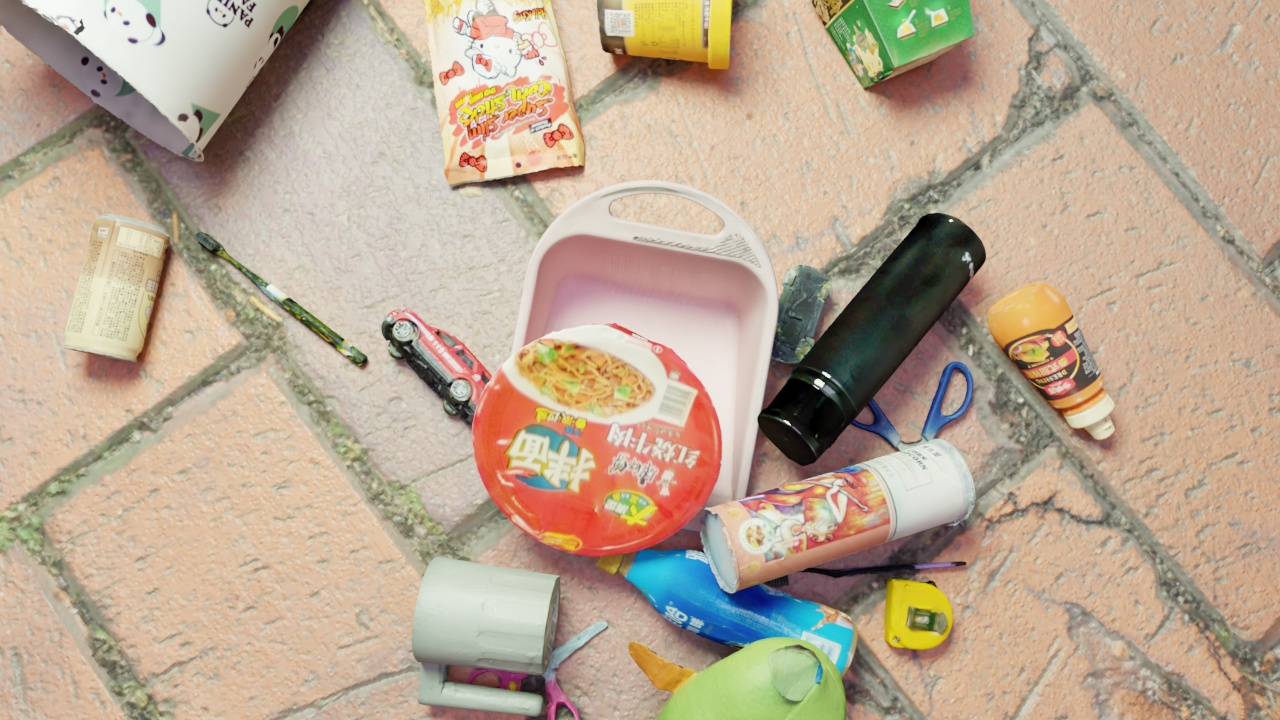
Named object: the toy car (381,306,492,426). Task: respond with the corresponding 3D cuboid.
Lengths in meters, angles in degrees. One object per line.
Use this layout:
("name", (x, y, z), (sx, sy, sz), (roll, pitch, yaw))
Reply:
("toy car", (-0.170, 0.003, 0.783), (0.120, 0.053, 0.045), (45, 62, -3))

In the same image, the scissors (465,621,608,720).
("scissors", (-0.080, 0.265, 0.773), (0.133, 0.017, 0.133), (-31, 82, -9))

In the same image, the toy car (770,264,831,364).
("toy car", (0.137, -0.040, 0.810), (0.043, 0.034, 0.090), (18, 80, 2))

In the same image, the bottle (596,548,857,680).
("bottle", (0.068, 0.202, 0.762), (0.218, 0.065, 0.065), (23, 82, 1))

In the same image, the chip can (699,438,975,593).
("chip can", (0.158, 0.124, 0.741), (0.214, 0.071, 0.071), (-14, 83, -15))

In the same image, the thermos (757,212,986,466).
("thermos", (0.197, -0.015, 0.781), (0.068, 0.090, 0.242), (32, 71, 33))

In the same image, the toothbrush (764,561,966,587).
("toothbrush", (0.190, 0.184, 0.795), (0.189, 0.014, 0.017), (-3, 90, -3))

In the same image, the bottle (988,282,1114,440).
("bottle", (0.368, 0.005, 0.804), (0.066, 0.067, 0.149), (-35, 92, -6))

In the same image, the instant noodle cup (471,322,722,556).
("instant noodle cup", (-0.031, 0.056, 0.727), (0.194, 0.065, 0.194), (1, 111, 3))

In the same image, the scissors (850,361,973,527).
("scissors", (0.238, 0.070, 0.812), (0.162, 0.012, 0.176), (33, 84, 1))

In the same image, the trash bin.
("trash bin", (-0.375, -0.331, 0.737), (0.229, 0.230, 0.251), (34, 78, 2))

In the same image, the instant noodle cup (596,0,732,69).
("instant noodle cup", (0.024, -0.317, 0.803), (0.114, 0.118, 0.118), (2, 83, 5))

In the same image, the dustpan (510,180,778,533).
("dustpan", (-0.004, 0.004, 0.746), (0.222, 0.139, 0.273), (8, 82, -2))

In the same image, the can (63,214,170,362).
("can", (-0.442, -0.060, 0.776), (0.058, 0.058, 0.116), (11, 82, -1))

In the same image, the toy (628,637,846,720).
("toy", (0.070, 0.307, 0.721), (0.227, 0.089, 0.247), (40, 110, 1))

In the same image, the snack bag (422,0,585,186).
("snack bag", (-0.127, -0.266, 0.819), (0.128, 0.073, 0.208), (-10, 91, -4))

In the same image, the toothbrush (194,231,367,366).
("toothbrush", (-0.314, -0.054, 0.801), (0.186, 0.017, 0.012), (37, 80, 2))

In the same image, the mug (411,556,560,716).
("mug", (-0.124, 0.226, 0.742), (0.103, 0.083, 0.124), (6, 99, 3))

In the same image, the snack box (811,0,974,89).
("snack box", (0.231, -0.313, 0.817), (0.117, 0.118, 0.105), (-23, 97, -5))

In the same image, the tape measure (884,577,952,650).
("tape measure", (0.238, 0.218, 0.784), (0.057, 0.029, 0.060), (6, 83, -2))
